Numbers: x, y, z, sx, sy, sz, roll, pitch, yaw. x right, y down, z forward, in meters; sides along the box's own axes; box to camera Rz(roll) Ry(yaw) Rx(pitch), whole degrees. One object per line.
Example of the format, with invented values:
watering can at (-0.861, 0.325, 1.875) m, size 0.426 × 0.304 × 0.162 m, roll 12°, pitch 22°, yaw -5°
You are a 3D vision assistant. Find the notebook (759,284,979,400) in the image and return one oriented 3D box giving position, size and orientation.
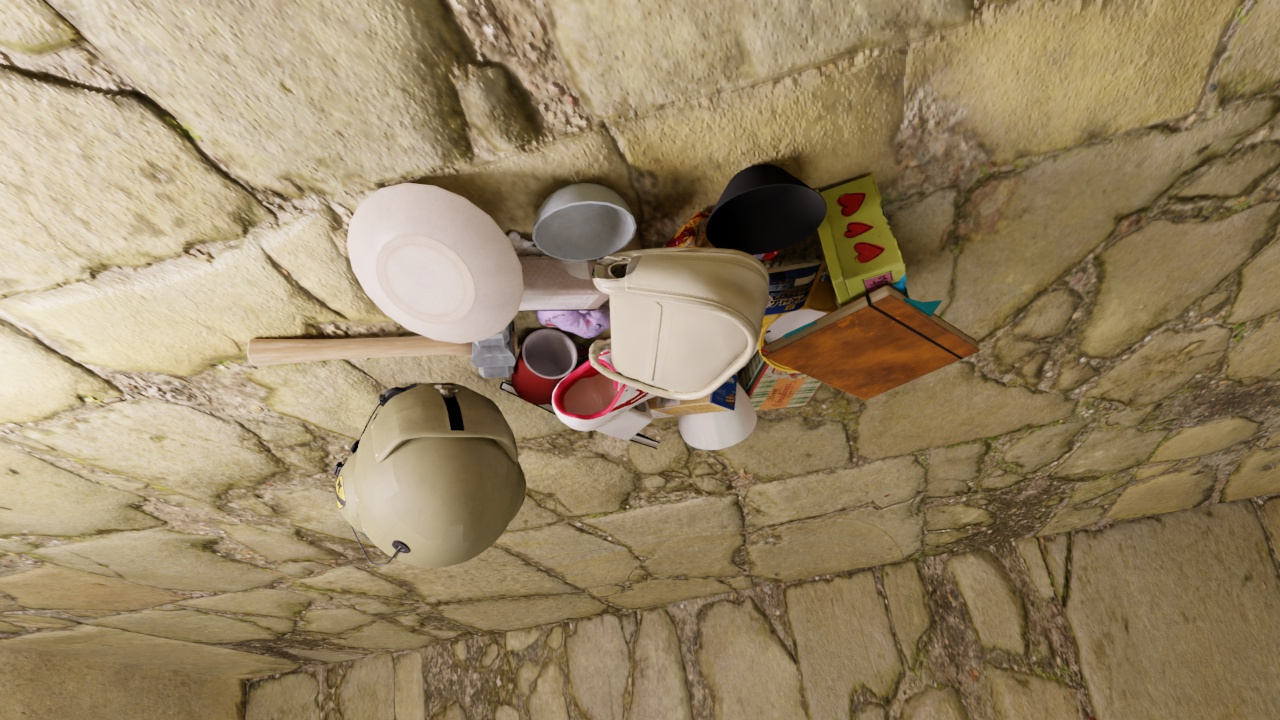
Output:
notebook at (0.272, -0.018, 1.053) m, size 0.179 × 0.014 × 0.249 m, roll -28°, pitch 148°, yaw 33°

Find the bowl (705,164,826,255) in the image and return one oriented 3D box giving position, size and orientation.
bowl at (0.124, -0.164, 0.941) m, size 0.124 × 0.052 × 0.124 m, roll -6°, pitch 155°, yaw -3°

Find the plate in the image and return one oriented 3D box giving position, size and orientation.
plate at (-0.211, -0.088, 0.924) m, size 0.189 × 0.027 × 0.189 m, roll 8°, pitch 129°, yaw 10°

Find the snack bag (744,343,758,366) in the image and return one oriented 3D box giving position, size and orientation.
snack bag at (0.093, -0.011, 1.267) m, size 0.144 × 0.039 × 0.131 m, roll -1°, pitch 159°, yaw -10°

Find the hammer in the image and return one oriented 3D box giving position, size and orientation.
hammer at (-0.315, -0.016, 1.136) m, size 0.322 × 0.051 × 0.117 m, roll -2°, pitch 154°, yaw -5°

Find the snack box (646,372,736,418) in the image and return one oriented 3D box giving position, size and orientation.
snack box at (0.039, 0.048, 1.300) m, size 0.207 × 0.057 × 0.056 m, roll -9°, pitch 160°, yaw 43°

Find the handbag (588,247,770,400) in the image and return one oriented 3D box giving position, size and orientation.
handbag at (0.039, -0.056, 1.001) m, size 0.184 × 0.131 × 0.229 m, roll 14°, pitch 150°, yaw 4°

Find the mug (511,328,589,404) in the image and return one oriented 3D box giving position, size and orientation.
mug at (-0.113, 0.006, 1.212) m, size 0.105 × 0.073 × 0.083 m, roll -11°, pitch 157°, yaw -23°

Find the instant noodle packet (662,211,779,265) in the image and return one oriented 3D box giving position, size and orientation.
instant noodle packet at (0.086, -0.123, 1.036) m, size 0.135 × 0.039 × 0.099 m, roll 7°, pitch 147°, yaw -31°

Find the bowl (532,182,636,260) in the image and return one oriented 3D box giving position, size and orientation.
bowl at (-0.059, -0.147, 0.940) m, size 0.106 × 0.039 × 0.106 m, roll -6°, pitch 155°, yaw -3°

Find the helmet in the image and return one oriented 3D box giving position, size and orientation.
helmet at (-0.266, 0.142, 1.207) m, size 0.250 × 0.255 × 0.234 m, roll 2°, pitch 156°, yaw -24°

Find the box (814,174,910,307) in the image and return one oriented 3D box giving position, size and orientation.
box at (0.254, -0.099, 1.039) m, size 0.082 × 0.124 × 0.221 m, roll -18°, pitch 155°, yaw 15°

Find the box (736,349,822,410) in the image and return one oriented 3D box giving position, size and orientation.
box at (0.216, 0.013, 1.344) m, size 0.117 × 0.050 × 0.206 m, roll -2°, pitch 155°, yaw -11°

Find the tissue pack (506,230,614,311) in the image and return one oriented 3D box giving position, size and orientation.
tissue pack at (-0.122, -0.094, 1.019) m, size 0.181 × 0.071 × 0.104 m, roll 2°, pitch 168°, yaw -16°

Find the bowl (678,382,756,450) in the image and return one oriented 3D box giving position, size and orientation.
bowl at (0.108, 0.070, 1.339) m, size 0.116 × 0.116 × 0.066 m, roll -12°, pitch 122°, yaw 8°

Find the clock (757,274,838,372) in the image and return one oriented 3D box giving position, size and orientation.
clock at (0.203, -0.048, 1.178) m, size 0.114 × 0.052 × 0.152 m, roll -13°, pitch 132°, yaw 11°

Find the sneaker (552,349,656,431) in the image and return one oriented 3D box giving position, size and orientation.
sneaker at (-0.007, 0.007, 1.144) m, size 0.237 × 0.090 × 0.104 m, roll -29°, pitch 170°, yaw 6°

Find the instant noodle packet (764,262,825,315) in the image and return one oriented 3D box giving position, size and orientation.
instant noodle packet at (0.144, -0.081, 1.077) m, size 0.134 × 0.026 × 0.087 m, roll -9°, pitch 151°, yaw -10°

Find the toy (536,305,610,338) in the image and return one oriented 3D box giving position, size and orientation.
toy at (-0.074, -0.055, 1.130) m, size 0.099 × 0.036 × 0.080 m, roll 12°, pitch 153°, yaw -34°

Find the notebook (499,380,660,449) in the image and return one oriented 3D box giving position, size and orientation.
notebook at (-0.087, 0.081, 1.336) m, size 0.149 × 0.016 × 0.206 m, roll 21°, pitch 178°, yaw 42°

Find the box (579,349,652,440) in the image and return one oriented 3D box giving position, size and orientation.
box at (-0.017, 0.025, 1.251) m, size 0.130 × 0.110 × 0.103 m, roll -41°, pitch 141°, yaw 19°
